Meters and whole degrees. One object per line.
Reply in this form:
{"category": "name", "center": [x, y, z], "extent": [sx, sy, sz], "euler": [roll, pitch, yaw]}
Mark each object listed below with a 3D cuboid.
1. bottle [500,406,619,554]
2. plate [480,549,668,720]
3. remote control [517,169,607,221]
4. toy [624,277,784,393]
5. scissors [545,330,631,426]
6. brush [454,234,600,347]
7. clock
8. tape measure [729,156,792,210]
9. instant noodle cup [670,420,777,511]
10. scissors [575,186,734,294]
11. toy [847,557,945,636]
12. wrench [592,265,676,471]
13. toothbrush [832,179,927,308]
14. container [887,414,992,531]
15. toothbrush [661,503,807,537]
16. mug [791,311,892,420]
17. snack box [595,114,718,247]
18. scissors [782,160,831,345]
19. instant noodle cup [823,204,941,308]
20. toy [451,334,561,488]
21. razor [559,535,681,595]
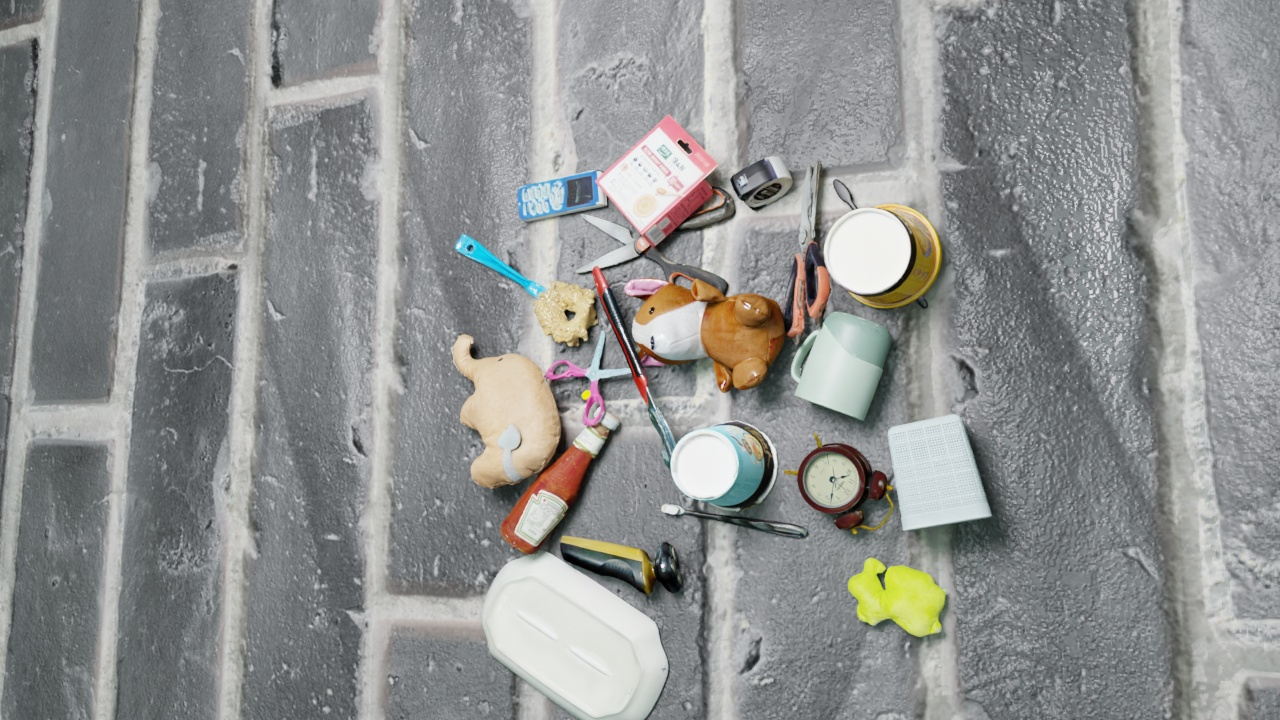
{"category": "bottle", "center": [-0.099, 0.150, 1.165], "extent": [0.060, 0.059, 0.206], "euler": [36, 91, 21]}
{"category": "plate", "center": [-0.093, 0.352, 1.150], "extent": [0.266, 0.034, 0.162], "euler": [29, 94, 22]}
{"category": "remote control", "center": [-0.105, -0.219, 1.227], "extent": [0.125, 0.024, 0.049], "euler": [-7, 81, 21]}
{"category": "toy", "center": [0.067, -0.032, 1.090], "extent": [0.200, 0.130, 0.140], "euler": [14, 114, 34]}
{"category": "scissors", "center": [-0.065, 0.021, 1.173], "extent": [0.135, 0.017, 0.133], "euler": [-1, 65, 27]}
{"category": "brush", "center": [-0.156, -0.103, 1.230], "extent": [0.255, 0.046, 0.083], "euler": [33, 95, 25]}
{"category": "clock", "center": [0.229, 0.142, 1.039], "extent": [0.122, 0.055, 0.082], "euler": [40, 98, 19]}
{"category": "tape measure", "center": [0.148, -0.215, 1.106], "extent": [0.066, 0.065, 0.033], "euler": [-28, 73, 17]}
{"category": "instant noodle cup", "center": [0.092, 0.122, 1.059], "extent": [0.111, 0.120, 0.111], "euler": [-3, 83, 21]}
{"category": "scissors", "center": [0.025, -0.143, 1.169], "extent": [0.221, 0.021, 0.227], "euler": [-37, 73, 13]}
{"category": "toy", "center": [0.285, 0.261, 1.016], "extent": [0.100, 0.031, 0.096], "euler": [-23, 74, 18]}
{"category": "wrench", "center": [-0.007, 0.007, 1.122], "extent": [0.016, 0.056, 0.273], "euler": [-19, 79, -14]}
{"category": "toothbrush", "center": [0.281, -0.138, 1.077], "extent": [0.014, 0.016, 0.189], "euler": [-38, 75, 23]}
{"category": "container", "center": [0.319, 0.122, 0.989], "extent": [0.090, 0.090, 0.111], "euler": [-14, 76, 19]}
{"category": "toothbrush", "center": [0.110, 0.192, 1.101], "extent": [0.181, 0.018, 0.015], "euler": [7, 83, 20]}
{"category": "mug", "center": [0.223, 0.002, 1.050], "extent": [0.112, 0.082, 0.106], "euler": [21, 92, 51]}
{"category": "snack box", "center": [0.026, -0.225, 1.154], "extent": [0.127, 0.044, 0.113], "euler": [-41, 60, 6]}
{"category": "scissors", "center": [0.201, -0.132, 1.075], "extent": [0.015, 0.198, 0.205], "euler": [11, 116, -17]}
{"category": "instant noodle cup", "center": [0.263, -0.117, 1.015], "extent": [0.119, 0.114, 0.118], "euler": [2, 94, 27]}
{"category": "toy", "center": [-0.178, 0.053, 1.193], "extent": [0.143, 0.082, 0.225], "euler": [-26, 60, 10]}
{"category": "razor", "center": [-0.026, 0.245, 1.133], "extent": [0.168, 0.062, 0.067], "euler": [8, 56, 27]}
